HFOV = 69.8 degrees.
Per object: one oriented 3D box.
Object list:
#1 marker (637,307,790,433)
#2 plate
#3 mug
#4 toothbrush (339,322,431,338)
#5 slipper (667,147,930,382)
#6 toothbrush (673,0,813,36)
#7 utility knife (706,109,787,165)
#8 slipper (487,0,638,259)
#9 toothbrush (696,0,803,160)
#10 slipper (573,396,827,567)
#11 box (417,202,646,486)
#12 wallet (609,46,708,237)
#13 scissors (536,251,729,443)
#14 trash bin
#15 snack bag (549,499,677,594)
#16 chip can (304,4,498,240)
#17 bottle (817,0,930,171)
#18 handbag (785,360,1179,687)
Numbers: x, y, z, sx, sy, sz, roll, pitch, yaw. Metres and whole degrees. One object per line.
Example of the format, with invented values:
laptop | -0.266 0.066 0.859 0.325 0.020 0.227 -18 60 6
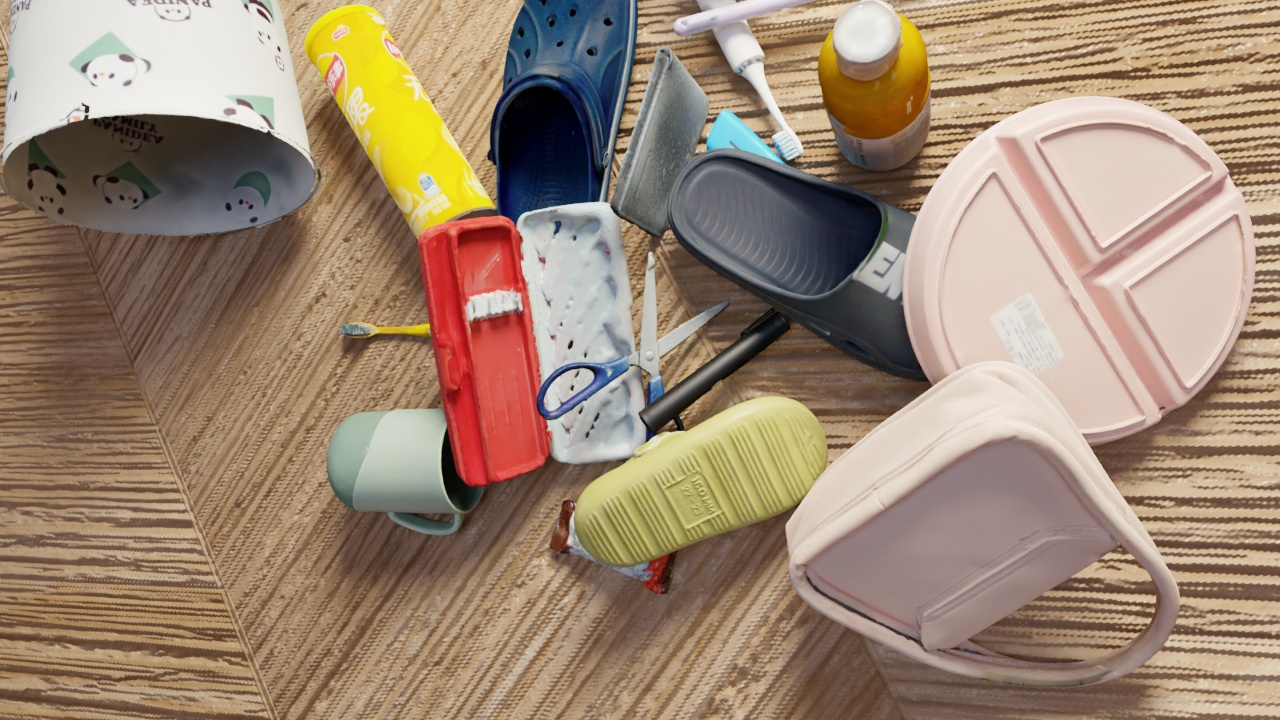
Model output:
marker | 0.055 0.007 0.684 0.132 0.020 0.022 -37 102 -3
plate | 0.284 -0.051 0.586 0.229 0.028 0.229 0 101 -3
mug | -0.186 0.093 0.745 0.106 0.082 0.112 -3 117 16
toothbrush | -0.170 -0.026 0.771 0.191 0.018 0.016 0 89 17
slipper | 0.135 -0.067 0.636 0.268 0.083 0.111 27 100 11
toothbrush | 0.117 -0.268 0.678 0.189 0.021 0.029 -12 85 6
utility knife | 0.122 -0.116 0.688 0.191 0.018 0.034 45 99 12
slipper | -0.070 -0.191 0.711 0.105 0.095 0.253 9 94 14
toothbrush | 0.071 -0.251 0.704 0.026 0.027 0.221 -25 81 -5
slipper | 0.038 0.078 0.666 0.190 0.081 0.092 -24 117 -2
box | -0.079 -0.012 0.695 0.160 0.060 0.201 -10 103 -13
wallet | 0.014 -0.157 0.680 0.019 0.097 0.121 19 93 21
scissors | -0.001 0.008 0.692 0.162 0.012 0.176 -12 102 -16
trash bin | -0.396 -0.259 0.751 0.230 0.229 0.251 -14 79 16
snack bag | -0.021 0.146 0.715 0.105 0.026 0.045 19 102 18
chip can | -0.198 -0.188 0.759 0.072 0.072 0.213 -34 79 13
bottle | 0.152 -0.175 0.591 0.068 0.189 0.068 -1 87 17
handbag | 0.232 0.131 0.586 0.234 0.093 0.194 39 122 -7
